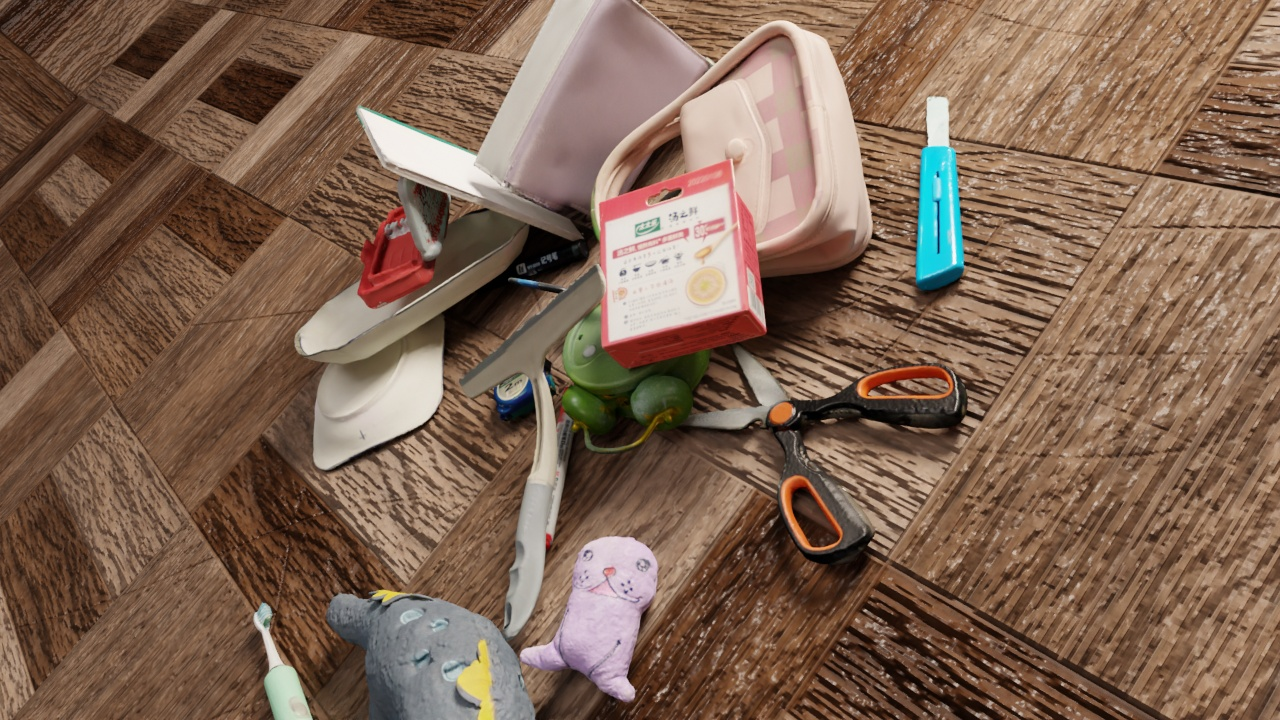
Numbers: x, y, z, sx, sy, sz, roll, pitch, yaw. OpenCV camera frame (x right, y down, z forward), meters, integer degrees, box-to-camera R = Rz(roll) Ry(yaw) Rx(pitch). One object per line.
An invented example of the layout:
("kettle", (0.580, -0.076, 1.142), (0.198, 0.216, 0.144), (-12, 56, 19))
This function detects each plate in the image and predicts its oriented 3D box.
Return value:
("plate", (-0.223, -0.075, 0.928), (0.265, 0.034, 0.162), (-35, 29, -12))
("plate", (-0.271, 0.019, 0.924), (0.164, 0.034, 0.163), (-25, 45, 15))

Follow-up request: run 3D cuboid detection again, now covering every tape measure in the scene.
("tape measure", (-0.102, 0.023, 0.811), (0.058, 0.025, 0.054), (-31, 43, 14))

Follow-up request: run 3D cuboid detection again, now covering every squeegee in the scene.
("squeegee", (-0.082, 0.088, 0.703), (0.247, 0.039, 0.246), (-33, 50, 49))

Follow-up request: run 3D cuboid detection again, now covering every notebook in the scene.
("notebook", (-0.166, -0.183, 0.897), (0.012, 0.209, 0.150), (-59, 37, 19))

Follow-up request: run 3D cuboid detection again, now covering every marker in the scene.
("marker", (-0.110, -0.093, 0.915), (0.132, 0.020, 0.022), (-16, 20, 25))
("marker", (-0.067, 0.085, 0.745), (0.017, 0.017, 0.145), (-11, 51, 27))

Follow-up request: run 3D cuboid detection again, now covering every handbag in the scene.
("handbag", (0.062, -0.151, 0.762), (0.235, 0.093, 0.193), (-15, 68, 29))
("handbag", (-0.045, -0.233, 0.854), (0.197, 0.144, 0.098), (-59, 41, 11))

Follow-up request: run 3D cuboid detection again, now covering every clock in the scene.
("clock", (-0.004, 0.004, 0.732), (0.116, 0.056, 0.160), (-8, 49, 33))

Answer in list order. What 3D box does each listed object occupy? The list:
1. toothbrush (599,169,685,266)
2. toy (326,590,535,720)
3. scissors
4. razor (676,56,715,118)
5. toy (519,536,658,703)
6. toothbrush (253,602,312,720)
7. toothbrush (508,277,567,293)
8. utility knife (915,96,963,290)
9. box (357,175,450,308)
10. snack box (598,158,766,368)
("toothbrush", (-0.004, -0.112, 0.854), (0.026, 0.027, 0.212), (37, 76, 1))
("toy", (-0.132, 0.246, 0.610), (0.138, 0.091, 0.356), (-50, 41, 8))
("scissors", (0.121, 0.048, 0.646), (0.231, 0.022, 0.220), (-23, 42, 20))
("razor", (0.020, -0.254, 0.932), (0.168, 0.062, 0.067), (-16, 80, 30))
("toy", (-0.027, 0.170, 0.630), (0.084, 0.039, 0.107), (12, 63, 17))
("toothbrush", (-0.280, 0.274, 0.732), (0.224, 0.026, 0.027), (41, 105, 46))
("toothbrush", (-0.055, -0.055, 0.771), (0.190, 0.014, 0.016), (14, 79, 44))
("utility knife", (0.233, -0.140, 0.720), (0.034, 0.018, 0.208), (-10, 50, 29))
("box", (-0.241, -0.148, 0.920), (0.112, 0.100, 0.201), (-24, 28, 5))
("snack box", (0.028, -0.069, 0.675), (0.113, 0.044, 0.127), (-14, 63, 23))
